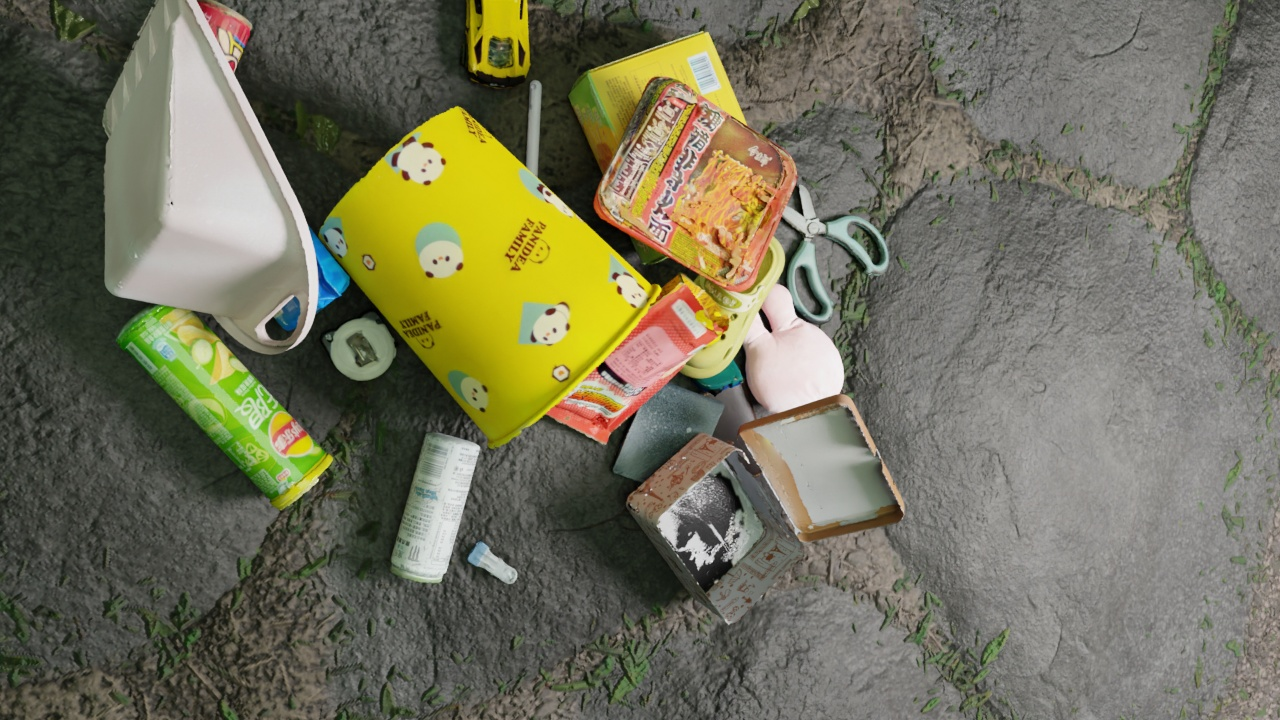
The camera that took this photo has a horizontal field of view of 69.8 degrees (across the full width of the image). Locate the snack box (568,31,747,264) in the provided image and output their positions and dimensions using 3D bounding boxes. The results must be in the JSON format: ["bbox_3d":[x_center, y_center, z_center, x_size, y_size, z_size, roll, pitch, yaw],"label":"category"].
[{"bbox_3d":[0.037,-0.231,1.005,0.157,0.070,0.210,-26,97,-21],"label":"snack box"}]

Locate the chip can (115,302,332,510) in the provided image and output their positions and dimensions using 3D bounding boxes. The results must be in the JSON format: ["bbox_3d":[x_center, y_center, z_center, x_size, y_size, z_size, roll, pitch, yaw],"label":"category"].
[{"bbox_3d":[-0.392,0.038,0.870,0.072,0.073,0.221,-42,105,-14],"label":"chip can"}]

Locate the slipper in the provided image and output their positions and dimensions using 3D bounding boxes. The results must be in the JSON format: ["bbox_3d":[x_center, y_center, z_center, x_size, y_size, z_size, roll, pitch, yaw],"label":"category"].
[{"bbox_3d":[0.089,-0.073,1.020,0.092,0.081,0.190,31,81,18],"label":"slipper"}]

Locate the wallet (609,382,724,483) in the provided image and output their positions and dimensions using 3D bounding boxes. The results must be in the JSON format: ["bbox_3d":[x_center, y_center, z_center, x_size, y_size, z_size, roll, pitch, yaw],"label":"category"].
[{"bbox_3d":[0.031,0.088,1.042,0.097,0.019,0.121,21,93,-13],"label":"wallet"}]

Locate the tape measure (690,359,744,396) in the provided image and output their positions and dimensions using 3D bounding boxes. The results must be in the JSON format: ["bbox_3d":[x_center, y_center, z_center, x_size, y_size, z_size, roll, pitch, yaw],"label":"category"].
[{"bbox_3d":[0.084,0.010,1.052,0.054,0.025,0.058,-22,68,-15],"label":"tape measure"}]

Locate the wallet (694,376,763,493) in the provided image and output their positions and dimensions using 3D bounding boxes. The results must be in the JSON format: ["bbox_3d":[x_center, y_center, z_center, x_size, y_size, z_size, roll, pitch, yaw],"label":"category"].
[{"bbox_3d":[0.096,0.090,1.074,0.096,0.020,0.122,-20,99,-14],"label":"wallet"}]

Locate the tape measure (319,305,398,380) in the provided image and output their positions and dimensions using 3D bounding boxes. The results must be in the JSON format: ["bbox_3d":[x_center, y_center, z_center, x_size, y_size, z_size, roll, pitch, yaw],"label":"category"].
[{"bbox_3d":[-0.282,-0.013,0.928,0.065,0.034,0.066,-32,101,-14],"label":"tape measure"}]

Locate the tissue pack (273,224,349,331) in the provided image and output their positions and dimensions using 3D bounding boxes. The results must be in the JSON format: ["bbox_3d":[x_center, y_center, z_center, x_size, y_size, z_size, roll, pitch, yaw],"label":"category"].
[{"bbox_3d":[-0.323,-0.085,0.850,0.052,0.157,0.095,-41,105,-32],"label":"tissue pack"}]

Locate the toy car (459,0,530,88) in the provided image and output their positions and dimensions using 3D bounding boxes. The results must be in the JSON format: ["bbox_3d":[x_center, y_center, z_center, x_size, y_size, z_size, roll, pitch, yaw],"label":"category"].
[{"bbox_3d":[-0.151,-0.362,0.960,0.071,0.041,0.156,1,90,-20],"label":"toy car"}]

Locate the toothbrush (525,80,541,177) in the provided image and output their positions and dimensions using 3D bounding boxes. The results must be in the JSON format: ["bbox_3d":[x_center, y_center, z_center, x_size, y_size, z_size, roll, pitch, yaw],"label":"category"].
[{"bbox_3d":[-0.116,-0.207,0.989,0.029,0.021,0.189,2,90,12],"label":"toothbrush"}]

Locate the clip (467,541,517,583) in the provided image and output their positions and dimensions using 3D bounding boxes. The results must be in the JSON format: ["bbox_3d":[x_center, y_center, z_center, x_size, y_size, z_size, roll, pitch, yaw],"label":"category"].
[{"bbox_3d":[-0.159,0.220,0.988,0.057,0.030,0.024,39,77,-10],"label":"clip"}]

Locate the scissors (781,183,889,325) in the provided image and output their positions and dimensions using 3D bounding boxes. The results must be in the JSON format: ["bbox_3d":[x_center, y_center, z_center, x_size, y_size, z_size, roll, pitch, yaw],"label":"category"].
[{"bbox_3d":[0.219,-0.120,1.111,0.172,0.019,0.179,28,83,-20],"label":"scissors"}]

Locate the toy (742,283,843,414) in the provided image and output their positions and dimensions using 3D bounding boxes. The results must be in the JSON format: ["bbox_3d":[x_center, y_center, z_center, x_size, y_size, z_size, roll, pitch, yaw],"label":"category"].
[{"bbox_3d":[0.170,-0.010,1.079,0.121,0.054,0.159,-29,92,-19],"label":"toy"}]

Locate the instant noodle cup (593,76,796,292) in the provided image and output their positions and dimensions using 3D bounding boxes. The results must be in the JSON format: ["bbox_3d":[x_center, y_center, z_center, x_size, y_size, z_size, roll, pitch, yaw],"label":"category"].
[{"bbox_3d":[0.053,-0.172,0.927,0.188,0.079,0.164,29,78,-16],"label":"instant noodle cup"}]

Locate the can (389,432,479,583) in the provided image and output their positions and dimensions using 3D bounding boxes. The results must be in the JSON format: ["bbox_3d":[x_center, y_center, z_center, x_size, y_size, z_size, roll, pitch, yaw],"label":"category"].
[{"bbox_3d":[-0.212,0.150,0.945,0.058,0.058,0.146,16,87,-19],"label":"can"}]

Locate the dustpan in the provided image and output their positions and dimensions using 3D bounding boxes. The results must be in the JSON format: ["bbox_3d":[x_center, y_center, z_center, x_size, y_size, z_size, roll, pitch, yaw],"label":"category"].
[{"bbox_3d":[-0.368,-0.146,0.794,0.138,0.223,0.273,8,69,-41],"label":"dustpan"}]

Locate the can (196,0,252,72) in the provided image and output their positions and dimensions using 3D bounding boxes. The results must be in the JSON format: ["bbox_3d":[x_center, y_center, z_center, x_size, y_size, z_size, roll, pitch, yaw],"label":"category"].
[{"bbox_3d":[-0.415,-0.267,0.861,0.053,0.053,0.132,22,85,-19],"label":"can"}]

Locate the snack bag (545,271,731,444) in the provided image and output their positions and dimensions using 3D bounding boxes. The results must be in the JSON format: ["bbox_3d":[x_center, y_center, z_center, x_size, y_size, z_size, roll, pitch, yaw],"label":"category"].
[{"bbox_3d":[-0.006,0.006,0.959,0.208,0.073,0.128,-41,145,16],"label":"snack bag"}]

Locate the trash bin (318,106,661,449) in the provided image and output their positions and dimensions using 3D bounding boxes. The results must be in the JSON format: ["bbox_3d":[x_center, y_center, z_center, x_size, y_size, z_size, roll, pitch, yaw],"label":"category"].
[{"bbox_3d":[-0.149,-0.084,0.882,0.229,0.230,0.255,-46,99,-13],"label":"trash bin"}]

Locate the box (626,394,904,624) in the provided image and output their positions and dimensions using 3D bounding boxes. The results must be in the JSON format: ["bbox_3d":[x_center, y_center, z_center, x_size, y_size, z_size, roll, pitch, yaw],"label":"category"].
[{"bbox_3d":[0.138,0.156,1.017,0.274,0.124,0.179,-31,115,5],"label":"box"}]
